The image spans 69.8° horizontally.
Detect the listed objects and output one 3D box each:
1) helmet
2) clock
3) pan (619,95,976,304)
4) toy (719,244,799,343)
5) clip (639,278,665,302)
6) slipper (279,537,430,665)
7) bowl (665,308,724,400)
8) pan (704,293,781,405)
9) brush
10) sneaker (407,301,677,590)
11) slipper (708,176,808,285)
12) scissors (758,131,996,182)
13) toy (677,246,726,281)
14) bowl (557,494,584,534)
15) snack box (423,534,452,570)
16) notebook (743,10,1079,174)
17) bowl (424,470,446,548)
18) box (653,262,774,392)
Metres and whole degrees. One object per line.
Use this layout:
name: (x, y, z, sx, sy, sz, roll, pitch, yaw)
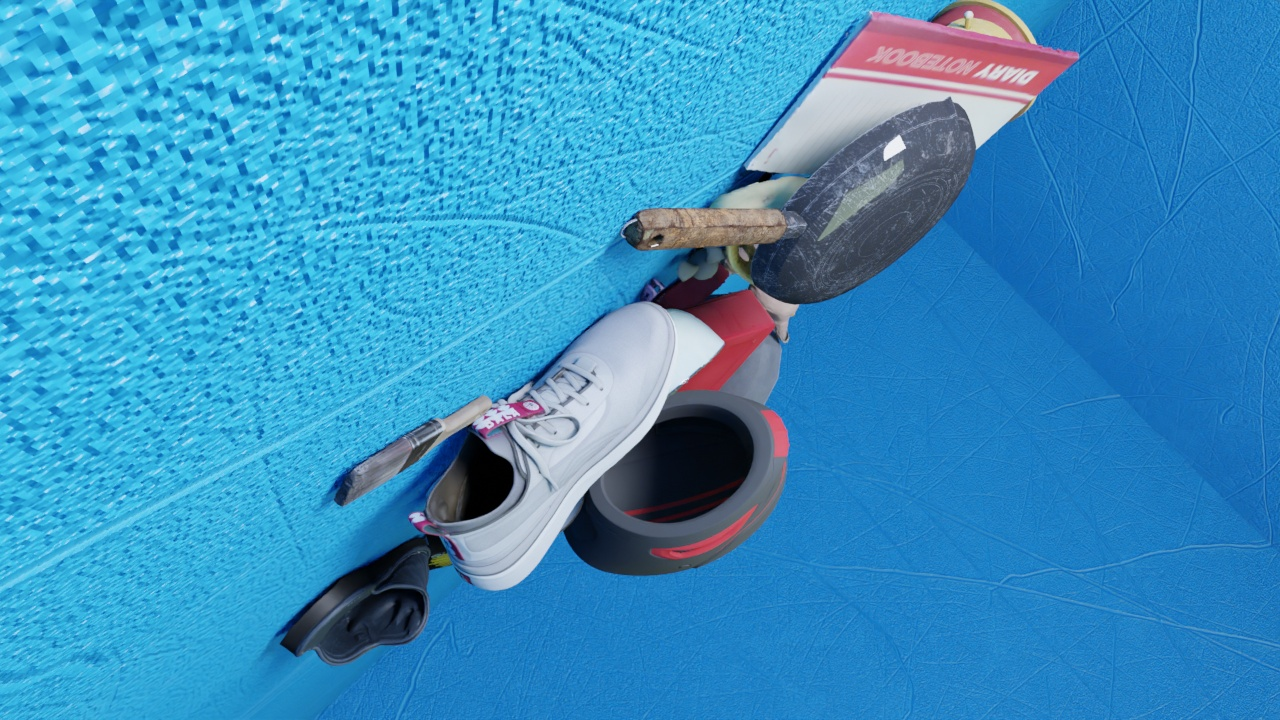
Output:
helmet: (0.038, 0.131, 0.940, 0.265, 0.164, 0.170, -20, 156, 14)
clock: (0.269, -0.238, 0.817, 0.081, 0.117, 0.159, -38, 180, -22)
pan: (0.123, -0.097, 0.657, 0.355, 0.040, 0.208, -15, 151, -43)
toy: (0.214, -0.153, 1.006, 0.264, 0.196, 0.065, -36, -142, 4)
clip: (0.008, -0.059, 0.816, 0.042, 0.014, 0.052, -43, 179, 21)
slipper: (-0.256, 0.250, 0.905, 0.109, 0.083, 0.265, -46, 177, 1)
bowl: (-0.005, 0.005, 0.829, 0.153, 0.073, 0.153, -38, -178, 1)
pan: (0.026, 0.071, 1.111, 0.357, 0.178, 0.041, -53, 143, 6)
brush: (-0.136, 0.051, 0.573, 0.039, 0.012, 0.150, -46, 176, 29)
sneaker: (-0.072, 0.047, 0.697, 0.262, 0.097, 0.129, -52, 153, -11)
slipper: (0.126, -0.106, 0.786, 0.111, 0.079, 0.261, -17, 179, 18)
scissors: (0.194, -0.170, 0.781, 0.209, 0.015, 0.142, -3, 167, -19)
toy: (0.057, -0.089, 0.849, 0.049, 0.030, 0.111, -29, -178, 8)
bowl: (-0.113, 0.118, 0.898, 0.114, 0.114, 0.045, -44, -156, 10)
snack box: (-0.188, 0.215, 1.097, 0.147, 0.025, 0.080, -8, 158, -27)
notebook: (0.199, -0.185, 0.678, 0.208, 0.012, 0.153, -4, 154, -31)
bowl: (-0.140, 0.116, 0.810, 0.115, 0.062, 0.115, -43, 175, -5)
box: (0.046, -0.012, 0.981, 0.134, 0.112, 0.158, -32, 169, -43)
